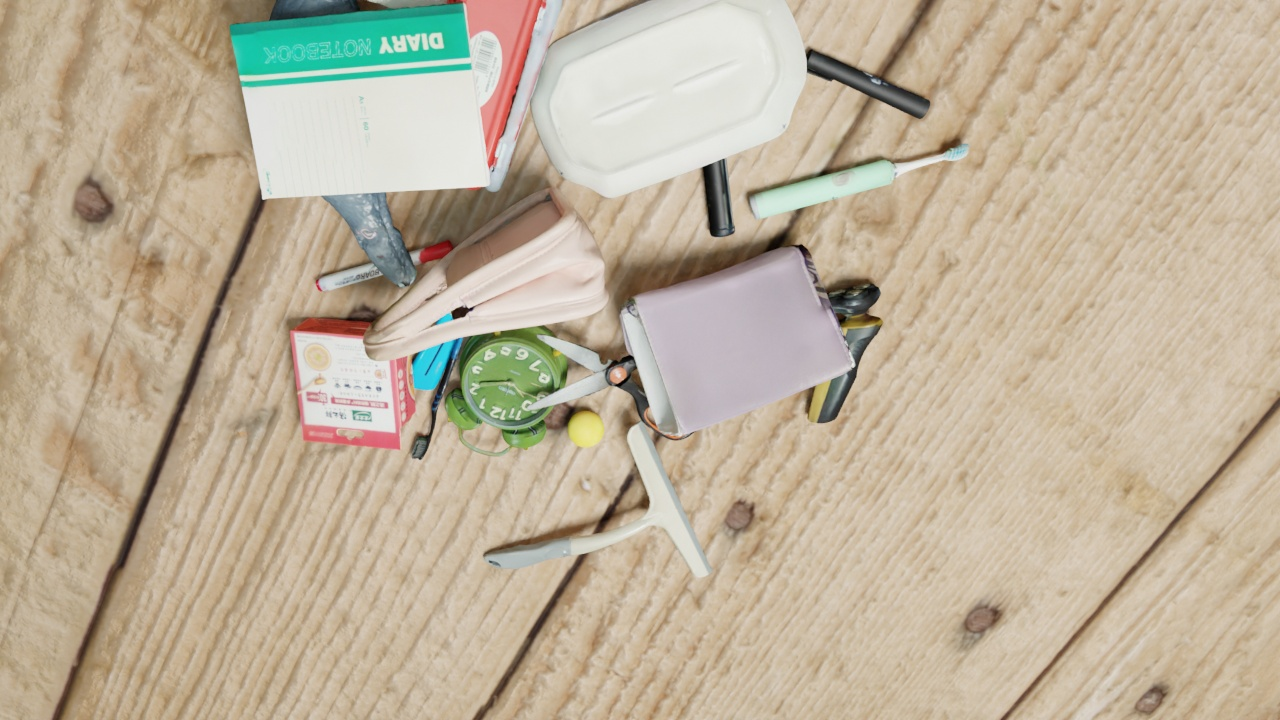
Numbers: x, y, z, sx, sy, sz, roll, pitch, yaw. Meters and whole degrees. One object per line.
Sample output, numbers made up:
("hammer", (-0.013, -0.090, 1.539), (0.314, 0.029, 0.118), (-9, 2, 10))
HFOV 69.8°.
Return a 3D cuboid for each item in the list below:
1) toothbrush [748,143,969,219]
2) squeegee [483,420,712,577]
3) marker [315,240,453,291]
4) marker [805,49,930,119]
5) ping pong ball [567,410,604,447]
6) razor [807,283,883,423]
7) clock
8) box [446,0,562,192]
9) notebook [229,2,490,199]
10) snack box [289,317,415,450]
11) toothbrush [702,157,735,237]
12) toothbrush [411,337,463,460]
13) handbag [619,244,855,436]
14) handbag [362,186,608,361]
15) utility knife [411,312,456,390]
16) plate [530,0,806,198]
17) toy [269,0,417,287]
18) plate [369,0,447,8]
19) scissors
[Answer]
("toothbrush", (0.220, -0.182, 0.924), (0.224, 0.027, 0.026), (-14, 75, 3))
("squeegee", (-0.069, 0.205, 1.052), (0.247, 0.039, 0.247), (-18, 122, 10))
("marker", (-0.262, -0.096, 0.942), (0.145, 0.017, 0.017), (-15, 112, 3))
("marker", (0.220, -0.268, 0.893), (0.132, 0.020, 0.022), (20, 126, -10))
("ping pong ball", (-0.060, 0.076, 1.009), (0.040, 0.040, 0.040), (-1, 112, -3))
("razor", (0.213, -0.006, 0.988), (0.068, 0.062, 0.168), (23, 119, 20))
("clock", (-0.143, 0.031, 0.978), (0.116, 0.056, 0.161), (21, 110, -10))
("box", (-0.136, -0.259, 0.830), (0.112, 0.099, 0.202), (14, 112, -20))
("notebook", (-0.240, -0.218, 0.786), (0.209, 0.012, 0.150), (-2, 109, 9))
("snack box", (-0.300, 0.024, 0.964), (0.113, 0.044, 0.127), (5, 112, 7))
("toothbrush", (0.070, -0.227, 0.900), (0.027, 0.026, 0.213), (-22, 115, -32))
("toothbrush", (-0.216, 0.033, 0.986), (0.016, 0.014, 0.190), (8, 121, -29))
("handbag", (0.092, -0.022, 0.922), (0.196, 0.098, 0.145), (-19, 96, -15))
("handbag", (-0.152, -0.067, 0.851), (0.234, 0.193, 0.093), (-25, 111, -4))
("utility knife", (-0.189, -0.055, 0.962), (0.034, 0.018, 0.210), (28, 107, -13))
("plate", (0.023, -0.254, 0.862), (0.266, 0.034, 0.162), (-17, 107, 12))
("toy", (-0.277, -0.236, 0.839), (0.138, 0.091, 0.357), (-1, 111, 7))
("plate", (-0.154, -0.365, 0.777), (0.164, 0.034, 0.164), (1, 119, -47))
("scissors", (-0.004, 0.018, 0.969), (0.221, 0.021, 0.230), (-37, 123, -3))
